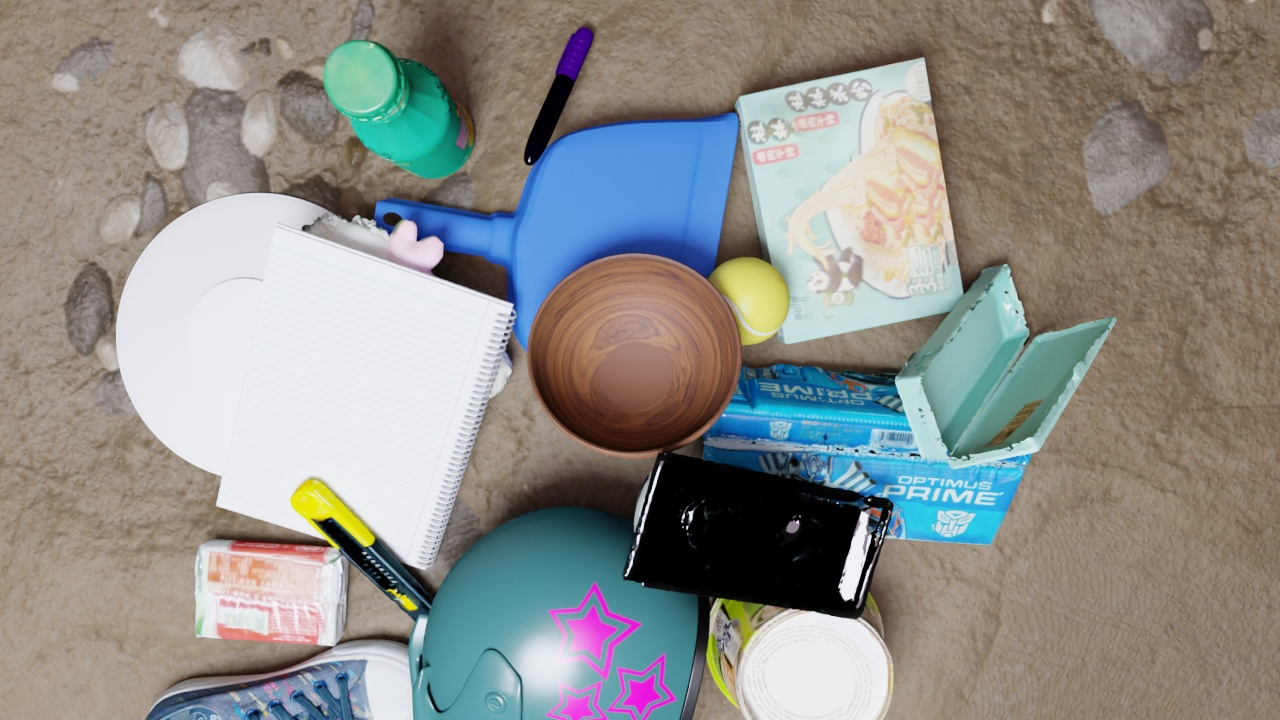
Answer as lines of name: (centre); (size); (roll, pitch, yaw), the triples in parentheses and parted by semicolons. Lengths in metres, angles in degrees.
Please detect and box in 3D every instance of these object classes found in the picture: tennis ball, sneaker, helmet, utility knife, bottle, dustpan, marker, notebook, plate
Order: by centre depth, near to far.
bottle: (-0.161, -0.168, 0.622); (0.068, 0.209, 0.068); (0, 95, -1)
tennis ball: (0.078, -0.044, 0.681); (0.065, 0.065, 0.065); (0, 95, -1)
helmet: (-0.075, 0.240, 0.682); (0.200, 0.176, 0.275); (13, 106, -6)
marker: (-0.063, -0.199, 0.689); (0.018, 0.015, 0.133); (6, 63, 26)
notebook: (-0.213, 0.039, 0.697); (0.178, 0.013, 0.246); (19, 113, -7)
dustpan: (-0.074, -0.089, 0.707); (0.257, 0.059, 0.245); (9, 95, -11)
plate: (-0.302, -0.018, 0.716); (0.229, 0.030, 0.229); (0, 91, 0)
sneaker: (-0.283, 0.285, 0.727); (0.235, 0.079, 0.087); (-10, 95, 0)
utility knife: (-0.211, 0.162, 0.733); (0.029, 0.020, 0.172); (-35, 108, 18)

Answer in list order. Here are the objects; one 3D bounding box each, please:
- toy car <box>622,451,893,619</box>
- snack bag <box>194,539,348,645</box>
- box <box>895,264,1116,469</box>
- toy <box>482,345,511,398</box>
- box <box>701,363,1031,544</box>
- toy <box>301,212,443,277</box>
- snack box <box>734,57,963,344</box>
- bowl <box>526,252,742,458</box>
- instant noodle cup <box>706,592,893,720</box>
toy car: (0.075, 0.116, 0.650); (0.191, 0.071, 0.094); (13, 97, -21)
snack bag: (-0.296, 0.187, 0.739); (0.116, 0.036, 0.077); (4, 94, -1)
box: (0.268, -0.002, 0.649); (0.187, 0.093, 0.077); (-38, 113, -41)
toy: (-0.142, -0.005, 0.715); (0.087, 0.050, 0.112); (29, 113, -3)
box: (0.163, 0.075, 0.718); (0.243, 0.093, 0.115); (5, 115, -1)
toy: (-0.194, -0.066, 0.687); (0.109, 0.041, 0.096); (-3, 105, 14)
snack box: (0.161, -0.121, 0.713); (0.141, 0.044, 0.193); (-11, 97, 1)
bowl: (-0.004, 0.004, 0.657); (0.147, 0.069, 0.147); (0, 72, 1)
instant noodle cup: (0.126, 0.233, 0.718); (0.146, 0.098, 0.146); (0, 95, -1)
